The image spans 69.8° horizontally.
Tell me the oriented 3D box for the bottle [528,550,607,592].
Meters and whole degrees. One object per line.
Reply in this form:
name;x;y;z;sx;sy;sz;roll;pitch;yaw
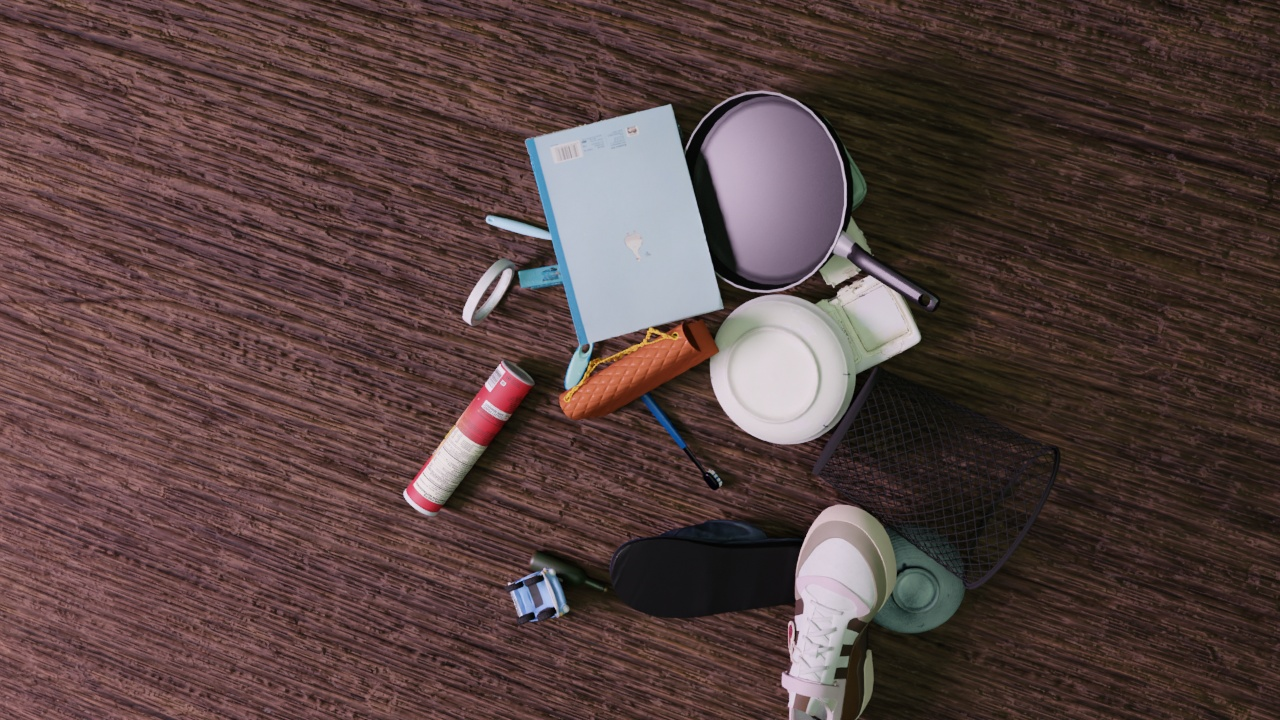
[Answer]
bottle;-0.091;0.272;1.170;0.106;0.025;0.025;21;96;6

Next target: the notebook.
notebook;-0.018;-0.161;1.088;0.181;0.009;0.253;-14;91;-5

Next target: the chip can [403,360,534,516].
chip can;-0.217;0.098;1.165;0.052;0.051;0.215;38;97;4

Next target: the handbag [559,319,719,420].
handbag;-0.006;0.007;1.085;0.172;0.108;0.060;-30;83;19

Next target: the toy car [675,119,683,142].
toy car;0.001;-0.262;1.124;0.105;0.032;0.048;-26;89;-6

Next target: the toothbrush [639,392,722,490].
toothbrush;0.045;0.093;1.146;0.167;0.014;0.014;52;132;5

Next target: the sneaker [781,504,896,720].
sneaker;0.209;0.309;1.045;0.112;0.116;0.294;17;116;28

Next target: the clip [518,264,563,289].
clip;-0.085;-0.108;1.113;0.130;0.120;0.030;-8;93;-5

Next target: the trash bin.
trash bin;0.322;0.121;1.037;0.210;0.184;0.184;31;97;11

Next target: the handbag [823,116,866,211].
handbag;0.199;-0.215;1.083;0.106;0.067;0.122;-31;89;10

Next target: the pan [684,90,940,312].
pan;0.186;-0.155;1.024;0.356;0.034;0.226;38;125;27

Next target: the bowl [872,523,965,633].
bowl;0.325;0.268;1.098;0.137;0.057;0.137;0;93;7

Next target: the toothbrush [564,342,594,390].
toothbrush;-0.065;-0.023;1.154;0.022;0.017;0.135;24;96;2

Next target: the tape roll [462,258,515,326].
tape roll;-0.186;-0.084;1.129;0.013;0.093;0.093;33;97;4

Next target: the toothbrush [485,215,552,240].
toothbrush;-0.122;-0.158;1.155;0.155;0.016;0.022;16;102;6

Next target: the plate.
plate;0.160;0.014;1.085;0.183;0.034;0.182;6;104;28

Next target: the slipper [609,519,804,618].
slipper;0.087;0.245;1.120;0.265;0.083;0.109;1;111;-14

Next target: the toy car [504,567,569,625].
toy car;-0.122;0.288;1.125;0.054;0.154;0.056;-17;80;-29

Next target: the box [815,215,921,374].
box;0.227;-0.069;1.080;0.144;0.044;0.184;-29;95;17
